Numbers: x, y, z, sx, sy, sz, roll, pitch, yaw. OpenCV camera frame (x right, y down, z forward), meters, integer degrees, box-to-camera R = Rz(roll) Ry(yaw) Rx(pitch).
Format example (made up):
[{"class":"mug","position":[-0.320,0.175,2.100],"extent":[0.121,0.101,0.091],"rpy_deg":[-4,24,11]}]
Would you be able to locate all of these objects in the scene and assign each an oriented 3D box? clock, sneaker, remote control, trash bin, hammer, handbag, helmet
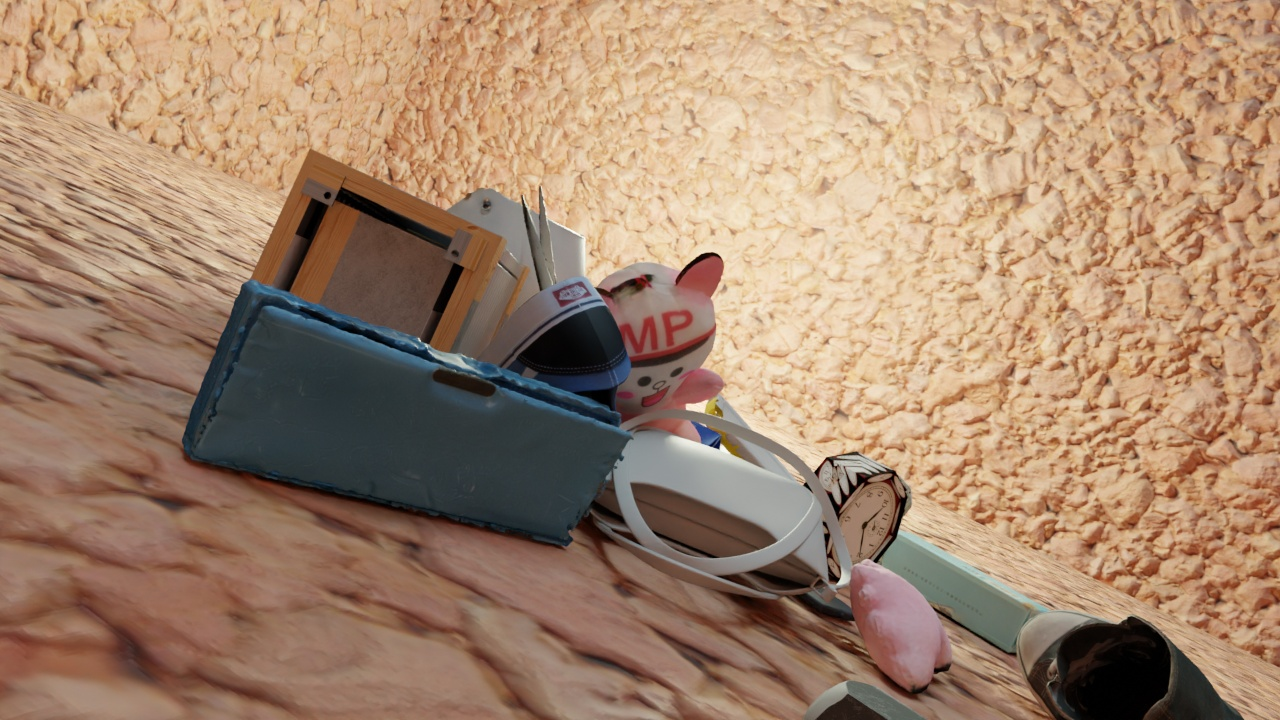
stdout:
[{"class":"clock","position":[0.201,0.148,0.875],"extent":[0.154,0.114,0.065],"rpy_deg":[25,2,-43]},{"class":"sneaker","position":[0.309,0.212,0.619],"extent":[0.120,0.095,0.234],"rpy_deg":[46,8,-10]},{"class":"remote control","position":[0.123,0.177,0.744],"extent":[0.046,0.009,0.124],"rpy_deg":[23,4,-33]},{"class":"trash bin","position":[-0.193,-0.050,0.742],"extent":[0.142,0.142,0.247],"rpy_deg":[25,-1,-2]},{"class":"hammer","position":[0.200,0.215,0.476],"extent":[0.156,0.043,0.322],"rpy_deg":[27,1,33]},{"class":"sneaker","position":[-0.073,0.036,0.660],"extent":[0.098,0.083,0.242],"rpy_deg":[62,-31,9]},{"class":"handbag","position":[0.055,0.109,0.641],"extent":[0.216,0.095,0.222],"rpy_deg":[21,8,8]},{"class":"helmet","position":[-0.190,-0.069,0.984],"extent":[0.264,0.163,0.236],"rpy_deg":[-4,-9,20]}]

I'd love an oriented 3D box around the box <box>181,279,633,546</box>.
[{"class":"box","position":[-0.112,0.039,0.494],"extent":[0.231,0.093,0.048],"rpy_deg":[23,0,-37]}]

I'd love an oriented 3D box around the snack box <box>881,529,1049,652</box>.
[{"class":"snack box","position":[0.327,0.236,0.949],"extent":[0.175,0.053,0.075],"rpy_deg":[29,6,42]}]

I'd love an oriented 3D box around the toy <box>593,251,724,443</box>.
[{"class":"toy","position":[-0.004,0.004,0.752],"extent":[0.142,0.214,0.084],"rpy_deg":[-7,49,-9]}]

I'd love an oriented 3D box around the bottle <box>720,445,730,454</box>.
[{"class":"bottle","position":[0.095,0.126,0.995],"extent":[0.052,0.052,0.195],"rpy_deg":[25,3,6]}]

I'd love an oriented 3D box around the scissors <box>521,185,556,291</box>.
[{"class":"scissors","position":[-0.070,-0.039,0.806],"extent":[0.016,0.225,0.161],"rpy_deg":[2,9,26]}]

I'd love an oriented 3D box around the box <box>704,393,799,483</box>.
[{"class":"box","position":[0.135,0.117,0.960],"extent":[0.209,0.039,0.129],"rpy_deg":[47,4,-8]}]

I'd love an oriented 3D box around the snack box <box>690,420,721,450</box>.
[{"class":"snack box","position":[-0.015,0.066,0.929],"extent":[0.207,0.056,0.057],"rpy_deg":[26,41,31]}]

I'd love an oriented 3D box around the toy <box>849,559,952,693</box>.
[{"class":"toy","position":[0.177,0.181,0.635],"extent":[0.093,0.050,0.102],"rpy_deg":[55,16,21]}]
